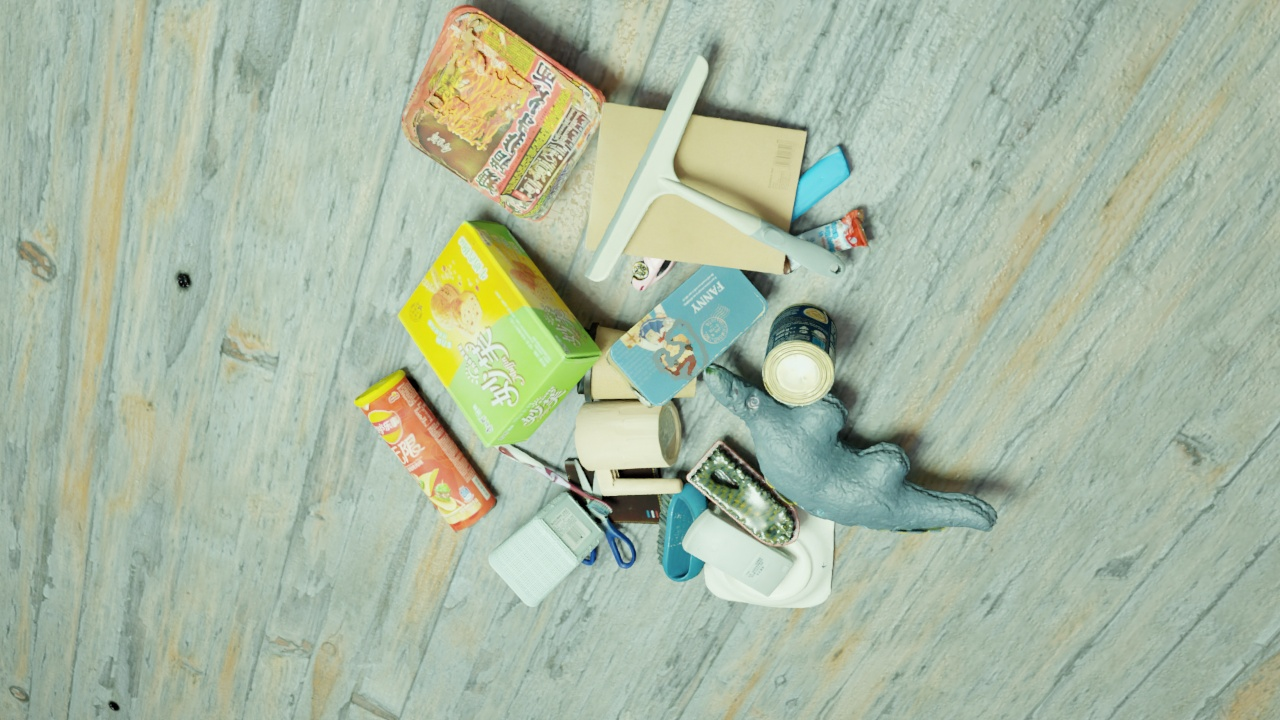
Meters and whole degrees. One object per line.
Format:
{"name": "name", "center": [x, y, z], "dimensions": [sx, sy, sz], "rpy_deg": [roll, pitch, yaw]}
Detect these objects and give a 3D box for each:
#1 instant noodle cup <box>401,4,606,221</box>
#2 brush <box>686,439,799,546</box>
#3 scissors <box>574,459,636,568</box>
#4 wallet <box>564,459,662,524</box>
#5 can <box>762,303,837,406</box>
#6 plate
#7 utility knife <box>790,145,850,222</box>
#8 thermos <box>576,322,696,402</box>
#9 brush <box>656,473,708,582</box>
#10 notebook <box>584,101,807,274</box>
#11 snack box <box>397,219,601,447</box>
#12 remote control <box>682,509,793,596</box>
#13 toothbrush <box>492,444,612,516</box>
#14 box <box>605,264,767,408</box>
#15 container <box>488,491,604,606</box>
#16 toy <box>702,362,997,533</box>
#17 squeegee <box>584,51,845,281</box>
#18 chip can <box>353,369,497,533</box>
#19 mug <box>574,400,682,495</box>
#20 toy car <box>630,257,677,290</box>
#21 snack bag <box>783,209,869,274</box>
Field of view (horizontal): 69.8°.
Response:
{"name": "instant noodle cup", "center": [-0.141, -0.260, 0.965], "dimensions": [0.189, 0.079, 0.165], "rpy_deg": [34, 116, -4]}
{"name": "brush", "center": [0.128, 0.162, 1.084], "dimensions": [0.146, 0.069, 0.063], "rpy_deg": [41, 96, 7]}
{"name": "scissors", "center": [-0.062, 0.201, 1.176], "dimensions": [0.147, 0.012, 0.169], "rpy_deg": [-34, 101, 32]}
{"name": "wallet", "center": [-0.030, 0.166, 1.164], "dimensions": [0.122, 0.020, 0.096], "rpy_deg": [-3, 113, 17]}
{"name": "can", "center": [0.172, -0.007, 0.985], "dimensions": [0.075, 0.111, 0.075], "rpy_deg": [5, 115, 11]}
{"name": "plate", "center": [0.158, 0.248, 1.147], "dimensions": [0.164, 0.034, 0.164], "rpy_deg": [2, 114, 12]}
{"name": "utility knife", "center": [0.153, -0.161, 0.973], "dimensions": [0.167, 0.018, 0.034], "rpy_deg": [-39, 87, 26]}
{"name": "thermos", "center": [-0.006, 0.006, 1.052], "dimensions": [0.143, 0.093, 0.093], "rpy_deg": [5, 115, 2]}
{"name": "brush", "center": [0.057, 0.215, 1.129], "dimensions": [0.055, 0.073, 0.144], "rpy_deg": [-8, 119, -26]}
{"name": "notebook", "center": [0.057, -0.174, 0.941], "dimensions": [0.211, 0.012, 0.149], "rpy_deg": [6, 105, -7]}
{"name": "snack box", "center": [-0.163, -0.031, 1.031], "dimensions": [0.158, 0.069, 0.210], "rpy_deg": [-48, 68, 26]}
{"name": "remote control", "center": [0.116, 0.230, 1.094], "dimensions": [0.135, 0.019, 0.056], "rpy_deg": [32, 99, -17]}
{"name": "toothbrush", "center": [-0.117, 0.146, 1.157], "dimensions": [0.187, 0.017, 0.016], "rpy_deg": [29, 123, 13]}
{"name": "box", "center": [0.053, -0.034, 0.990], "dimensions": [0.184, 0.059, 0.090], "rpy_deg": [-44, 92, -6]}
{"name": "container", "center": [-0.116, 0.234, 1.159], "dimensions": [0.090, 0.089, 0.112], "rpy_deg": [46, 125, 4]}
{"name": "toy", "center": [0.214, 0.116, 1.035], "dimensions": [0.356, 0.091, 0.138], "rpy_deg": [31, 136, 2]}
{"name": "squeegee", "center": [0.106, -0.139, 0.928], "dimensions": [0.246, 0.039, 0.247], "rpy_deg": [25, 102, -11]}
{"name": "chip can", "center": [-0.270, 0.116, 1.170], "dimensions": [0.073, 0.073, 0.216], "rpy_deg": [-28, 105, 23]}
{"name": "mug", "center": [-0.009, 0.105, 1.087], "dimensions": [0.104, 0.084, 0.125], "rpy_deg": [-4, 112, 22]}
{"name": "toy car", "center": [0.030, -0.126, 0.997], "dimensions": [0.037, 0.056, 0.123], "rpy_deg": [34, 117, 1]}
{"name": "snack bag", "center": [0.191, -0.126, 0.975], "dimensions": [0.105, 0.026, 0.045], "rpy_deg": [-18, 117, 21]}
